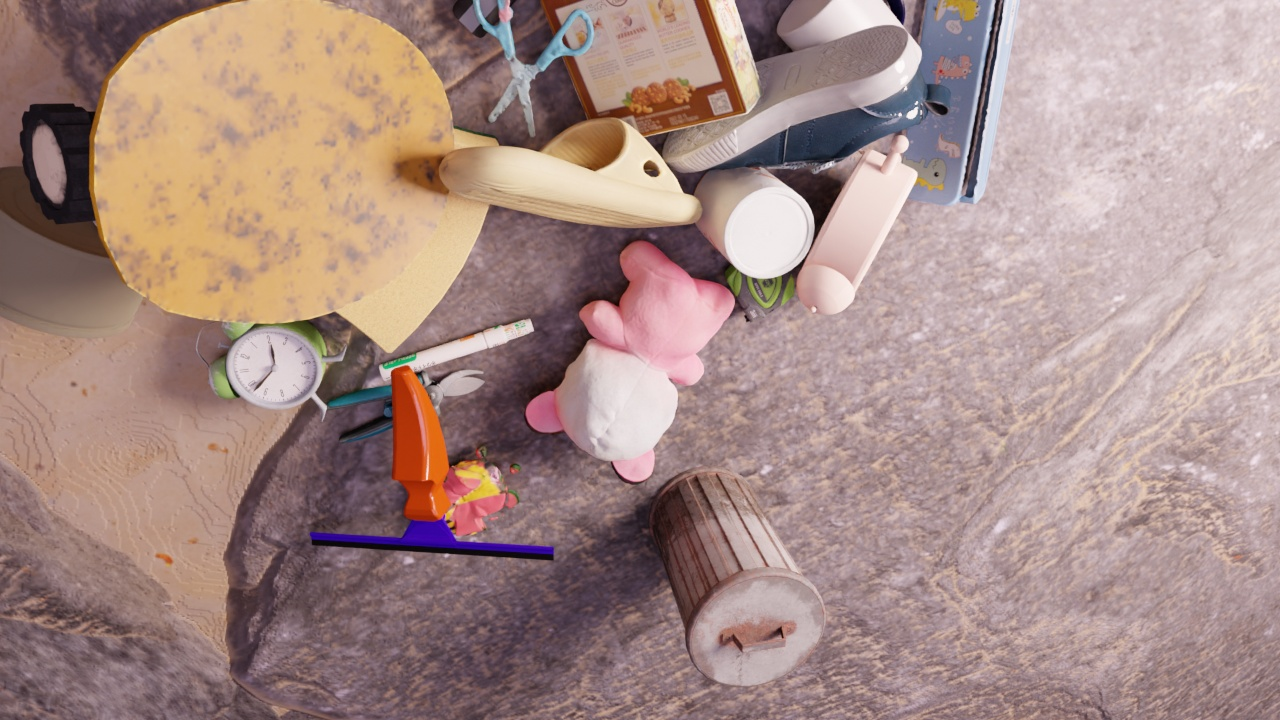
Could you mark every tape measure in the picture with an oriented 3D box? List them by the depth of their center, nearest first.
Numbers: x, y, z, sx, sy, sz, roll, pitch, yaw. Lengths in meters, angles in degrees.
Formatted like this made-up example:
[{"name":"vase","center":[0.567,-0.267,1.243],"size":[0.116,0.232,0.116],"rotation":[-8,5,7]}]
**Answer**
[{"name":"tape measure","center":[0.115,-0.078,0.878],"size":[0.059,0.035,0.066],"rotation":[-24,121,10]}]

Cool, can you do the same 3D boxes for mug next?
[{"name":"mug","center":[0.185,-0.285,0.781],"size":[0.097,0.079,0.111],"rotation":[39,73,-25]},{"name":"mug","center":[0.097,-0.126,0.811],"size":[0.082,0.105,0.082],"rotation":[-5,115,-10]}]

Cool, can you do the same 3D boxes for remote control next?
[{"name":"remote control","center":[-0.091,-0.322,0.731],"size":[0.147,0.015,0.033],"rotation":[-45,115,10]}]

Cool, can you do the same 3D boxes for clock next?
[{"name":"clock","center":[-0.329,-0.001,0.812],"size":[0.119,0.042,0.094],"rotation":[19,108,-20]},{"name":"clock","center":[0.183,-0.121,0.822],"size":[0.086,0.131,0.160],"rotation":[21,101,10]}]

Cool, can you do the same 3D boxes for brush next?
[{"name":"brush","center":[-0.257,-0.145,0.743],"size":[0.250,0.075,0.195],"rotation":[27,106,-22]}]

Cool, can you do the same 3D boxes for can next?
[{"name":"can","center":[-0.442,-0.082,0.703],"size":[0.127,0.127,0.073],"rotation":[27,108,-22]}]

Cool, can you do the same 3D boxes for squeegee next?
[{"name":"squeegee","center":[-0.205,0.092,0.853],"size":[0.250,0.055,0.185],"rotation":[1,113,13]}]

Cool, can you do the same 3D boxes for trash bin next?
[{"name":"trash bin","center":[0.088,0.210,0.904],"size":[0.130,0.211,0.131],"rotation":[-5,115,-10]}]

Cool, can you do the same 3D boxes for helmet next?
[{"name":"helmet","center":[-0.261,-0.140,0.612],"size":[0.254,0.131,0.205],"rotation":[-20,125,-49]}]

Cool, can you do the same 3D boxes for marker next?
[{"name":"marker","center":[-0.171,-0.011,0.856],"size":[0.145,0.017,0.017],"rotation":[-18,117,-3]}]

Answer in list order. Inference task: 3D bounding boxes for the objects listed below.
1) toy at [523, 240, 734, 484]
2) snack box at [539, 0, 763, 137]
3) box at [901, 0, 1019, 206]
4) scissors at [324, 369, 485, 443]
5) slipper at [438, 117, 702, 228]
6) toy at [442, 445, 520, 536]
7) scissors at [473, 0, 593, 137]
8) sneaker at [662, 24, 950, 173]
[{"name":"toy","center":[-0.005,0.005,0.862],"size":[0.142,0.084,0.213],"rotation":[28,103,-22]},{"name":"snack box","center":[0.006,-0.255,0.725],"size":[0.143,0.041,0.147],"rotation":[-4,124,34]},{"name":"box","center":[0.288,-0.250,0.838],"size":[0.079,0.072,0.210],"rotation":[12,116,24]},{"name":"scissors","center":[-0.225,0.043,0.869],"size":[0.131,0.019,0.150],"rotation":[25,105,-24]},{"name":"slipper","center":[-0.050,-0.154,0.732],"size":[0.260,0.111,0.079],"rotation":[-1,91,-54]},{"name":"toy","center":[-0.170,0.135,0.910],"size":[0.084,0.046,0.104],"rotation":[27,113,-30]},{"name":"scissors","center":[-0.083,-0.244,0.741],"size":[0.120,0.015,0.139],"rotation":[2,132,15]},{"name":"sneaker","center":[0.131,-0.197,0.763],"size":[0.236,0.089,0.087],"rotation":[-10,140,34]}]
